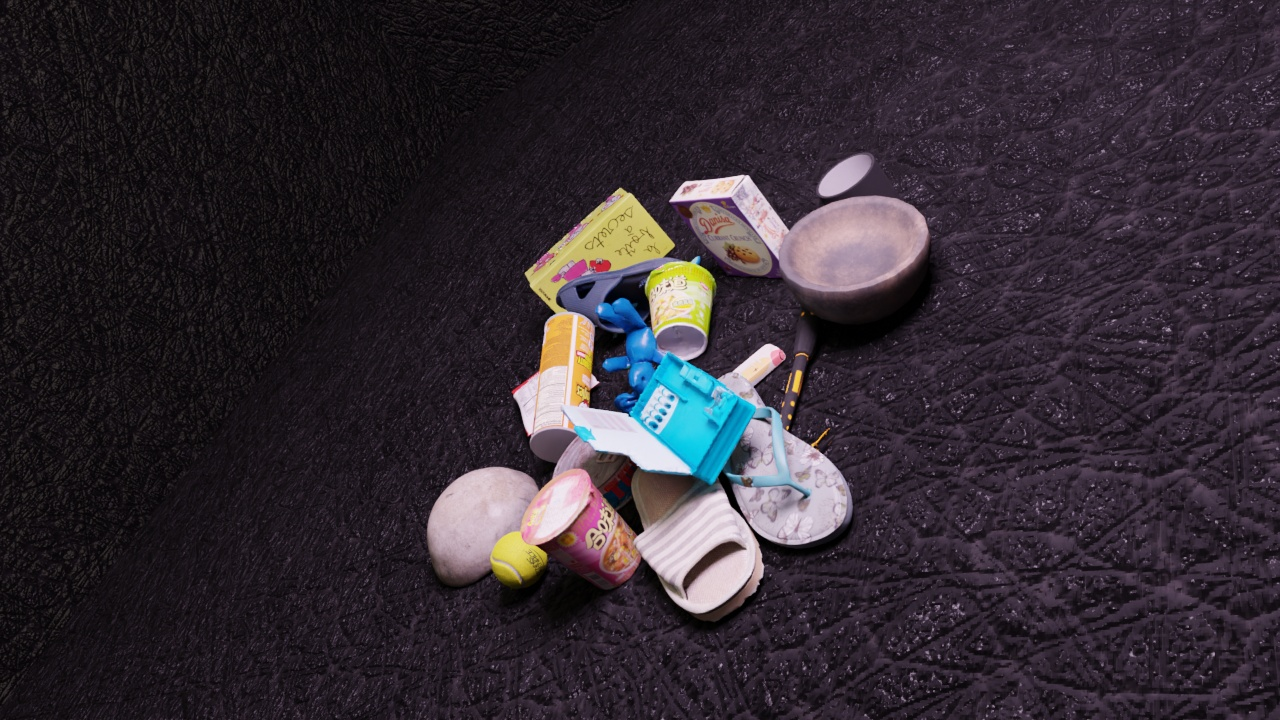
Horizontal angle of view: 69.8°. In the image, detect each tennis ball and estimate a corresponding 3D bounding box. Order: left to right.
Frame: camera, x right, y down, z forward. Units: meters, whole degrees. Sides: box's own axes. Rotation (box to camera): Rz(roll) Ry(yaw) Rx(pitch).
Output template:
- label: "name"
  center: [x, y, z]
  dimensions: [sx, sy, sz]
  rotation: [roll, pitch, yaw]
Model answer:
- label: "tennis ball"
  center: [-0.143, 0.235, 1.080]
  dimensions: [0.065, 0.065, 0.065]
  rotation: [-32, 29, 20]

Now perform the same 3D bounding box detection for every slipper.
- label: "slipper"
  center: [-0.024, -0.082, 1.347]
  dimensions: [0.264, 0.101, 0.082]
  rotation: [-12, 67, 45]
- label: "slipper"
  center: [0.045, 0.164, 0.950]
  dimensions: [0.114, 0.054, 0.272]
  rotation: [-46, 26, 4]
- label: "slipper"
  center: [0.111, 0.092, 0.918]
  dimensions: [0.098, 0.054, 0.268]
  rotation: [-50, 33, 8]

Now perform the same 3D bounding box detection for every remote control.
- label: "remote control"
  center: [0.117, 0.027, 1.084]
  dimensions: [0.125, 0.018, 0.038]
  rotation: [-41, 27, 0]

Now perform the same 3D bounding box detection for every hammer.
- label: "hammer"
  center: [0.183, -0.004, 1.024]
  dimensions: [0.124, 0.036, 0.319]
  rotation: [-16, 40, 41]

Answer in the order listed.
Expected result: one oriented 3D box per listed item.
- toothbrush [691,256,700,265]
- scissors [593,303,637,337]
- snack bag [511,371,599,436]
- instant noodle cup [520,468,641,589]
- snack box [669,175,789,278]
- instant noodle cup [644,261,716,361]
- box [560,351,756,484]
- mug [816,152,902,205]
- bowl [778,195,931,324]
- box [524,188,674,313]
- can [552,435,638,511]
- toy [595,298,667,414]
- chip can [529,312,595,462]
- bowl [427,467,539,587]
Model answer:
- label: "toothbrush"
  center: [0.068, -0.113, 1.353]
  dimensions: [0.022, 0.017, 0.134]
  rotation: [-29, 30, 40]
- label: "scissors"
  center: [-0.021, -0.087, 1.441]
  dimensions: [0.134, 0.011, 0.139]
  rotation: [-3, 48, 52]
- label: "snack bag"
  center: [-0.132, 0.038, 1.378]
  dimensions: [0.131, 0.039, 0.144]
  rotation: [-37, 30, 2]
- label: "instant noodle cup"
  center: [-0.057, 0.187, 0.985]
  dimensions: [0.098, 0.108, 0.097]
  rotation: [-33, 28, 20]
- label: "snack box"
  center: [0.129, -0.175, 1.215]
  dimensions: [0.040, 0.148, 0.144]
  rotation: [-51, 27, -16]
- label: "instant noodle cup"
  center: [0.054, -0.060, 1.223]
  dimensions: [0.099, 0.099, 0.107]
  rotation: [-28, 39, 28]
- label: "box"
  center: [0.019, 0.071, 0.993]
  dimensions: [0.169, 0.086, 0.227]
  rotation: [-27, 18, -9]
- label: "mug"
  center: [0.260, -0.180, 1.109]
  dimensions: [0.113, 0.088, 0.078]
  rotation: [-52, 28, -17]
- label: "bowl"
  center: [0.238, -0.105, 1.011]
  dimensions: [0.162, 0.070, 0.162]
  rotation: [-15, 42, 13]
- label: "box"
  center: [-0.067, -0.164, 1.498]
  dimensions: [0.221, 0.124, 0.082]
  rotation: [-39, 27, 3]
- label: "can"
  center: [-0.045, 0.129, 1.124]
  dimensions: [0.130, 0.044, 0.129]
  rotation: [-32, 29, 20]
- label: "toy"
  center: [-0.007, 0.007, 1.167]
  dimensions: [0.113, 0.176, 0.070]
  rotation: [-18, -1, 41]
- label: "chip can"
  center: [-0.106, 0.034, 1.274]
  dimensions: [0.075, 0.075, 0.214]
  rotation: [-28, 40, 28]
- label: "bowl"
  center: [-0.225, 0.204, 1.223]
  dimensions: [0.179, 0.081, 0.178]
  rotation: [-31, 30, 19]
